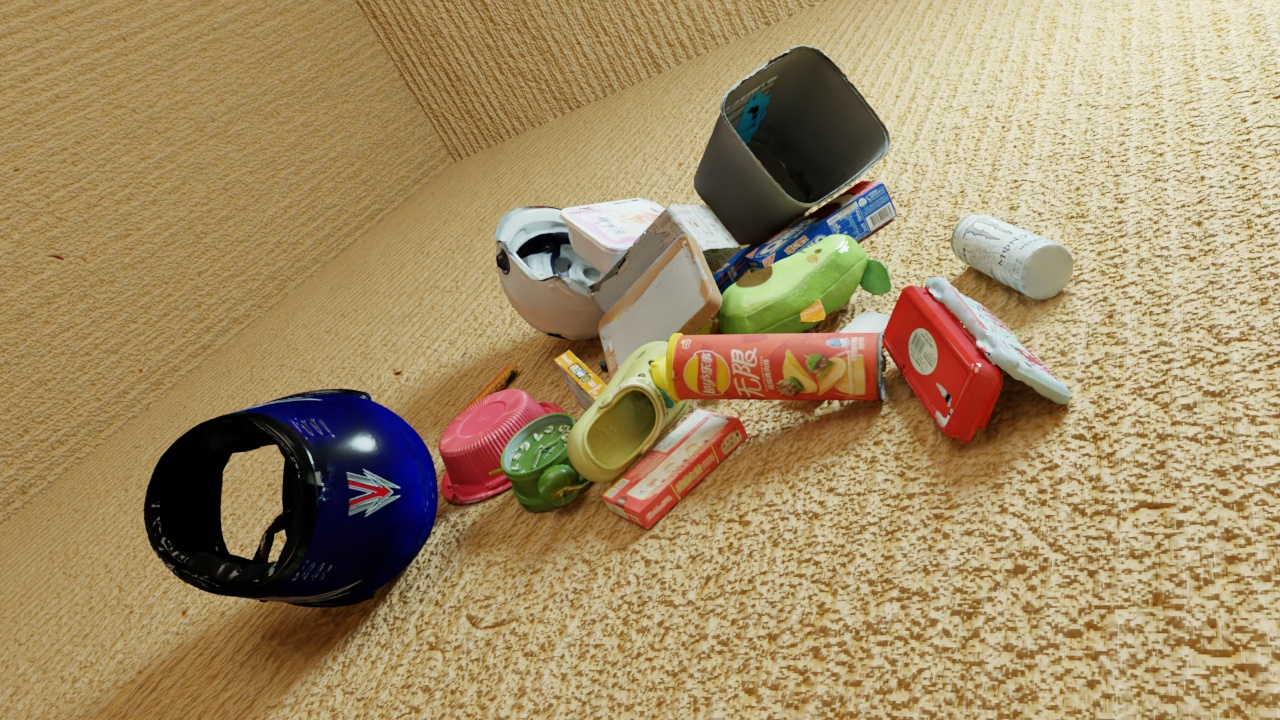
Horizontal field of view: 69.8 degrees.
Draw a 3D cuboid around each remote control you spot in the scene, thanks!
[{"bbox_3d":[0.220,-0.006,0.994,0.135,0.019,0.056,-39,25,-20],"label":"remote control"}]

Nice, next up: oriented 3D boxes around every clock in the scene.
[{"bbox_3d":[-0.095,0.116,1.057,0.161,0.056,0.115,6,47,46],"label":"clock"}]

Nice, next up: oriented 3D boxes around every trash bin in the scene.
[{"bbox_3d":[0.195,-0.288,1.307,0.198,0.198,0.220,-37,-3,-20],"label":"trash bin"}]

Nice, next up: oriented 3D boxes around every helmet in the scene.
[{"bbox_3d":[-0.385,0.162,1.078,0.316,0.247,0.240,-8,-8,30],"label":"helmet"},{"bbox_3d":[-0.112,-0.121,1.405,0.228,0.146,0.259,-19,43,-40],"label":"helmet"}]

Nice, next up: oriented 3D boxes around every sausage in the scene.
[{"bbox_3d":[-0.237,0.057,1.394,0.021,0.021,0.164,-6,34,43],"label":"sausage"}]

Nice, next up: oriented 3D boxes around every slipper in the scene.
[{"bbox_3d":[0.002,0.054,0.993,0.190,0.091,0.082,-47,13,-28],"label":"slipper"}]

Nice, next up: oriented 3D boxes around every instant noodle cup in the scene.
[{"bbox_3d":[-0.193,0.100,1.205,0.194,0.066,0.193,-25,23,11],"label":"instant noodle cup"},{"bbox_3d":[-0.019,-0.175,1.324,0.173,0.060,0.138,-17,42,-36],"label":"instant noodle cup"}]

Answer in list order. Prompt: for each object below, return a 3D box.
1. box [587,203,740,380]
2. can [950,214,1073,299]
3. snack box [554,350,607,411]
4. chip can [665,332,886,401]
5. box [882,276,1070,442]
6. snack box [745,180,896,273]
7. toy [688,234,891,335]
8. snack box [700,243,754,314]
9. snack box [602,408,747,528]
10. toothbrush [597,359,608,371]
[{"bbox_3d":[0.025,-0.092,1.166,0.180,0.130,0.271,-44,14,27],"label":"box"},{"bbox_3d":[0.386,-0.112,0.964,0.058,0.058,0.146,-29,24,1],"label":"can"},{"bbox_3d":[-0.053,0.047,1.108,0.026,0.075,0.154,-34,32,-12],"label":"snack box"},{"bbox_3d":[0.136,0.007,0.929,0.217,0.073,0.073,1,34,20],"label":"chip can"},{"bbox_3d":[0.310,-0.003,0.851,0.101,0.095,0.201,12,25,-9],"label":"box"},{"bbox_3d":[0.244,-0.168,1.243,0.207,0.057,0.058,-34,21,-7],"label":"snack box"},{"bbox_3d":[0.167,-0.071,1.097,0.247,0.090,0.226,-33,25,5],"label":"toy"},{"bbox_3d":[0.097,-0.116,1.346,0.085,0.026,0.156,-2,36,47],"label":"snack box"},{"bbox_3d":[0.036,0.111,0.966,0.152,0.025,0.075,-40,26,-22],"label":"snack box"},{"bbox_3d":[-0.007,0.007,1.217,0.014,0.016,0.190,-41,20,-25],"label":"toothbrush"}]
